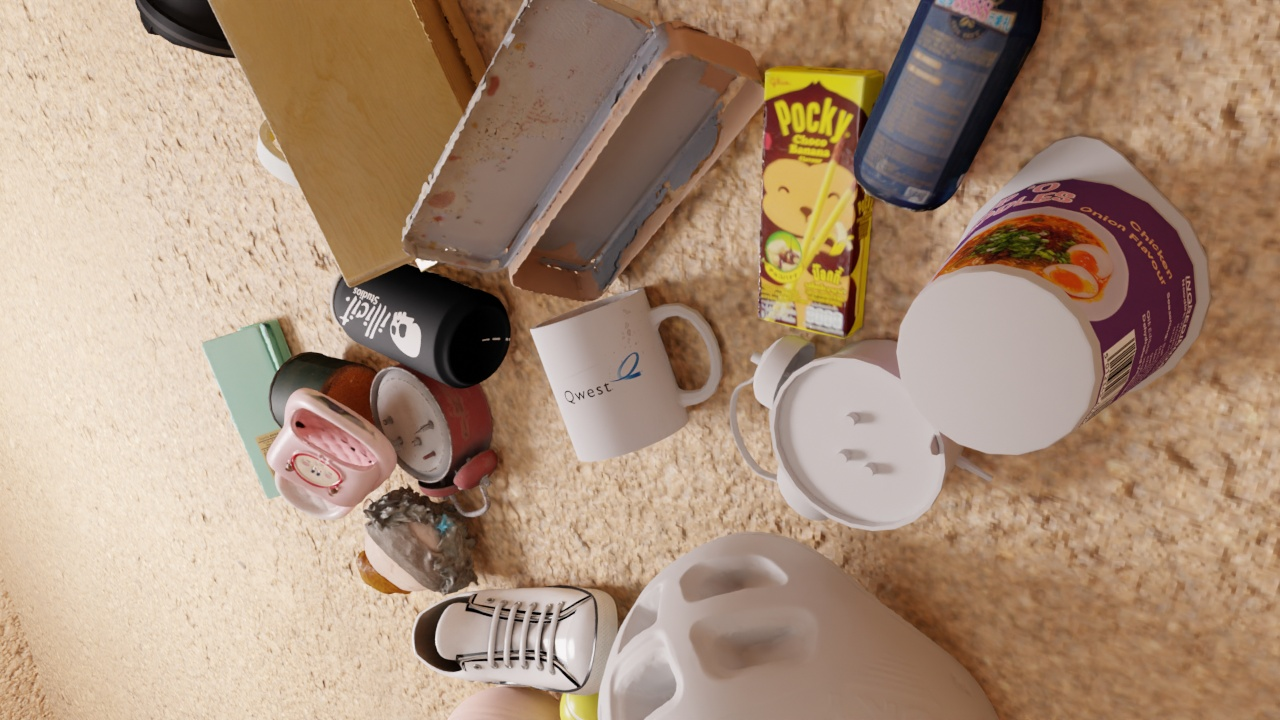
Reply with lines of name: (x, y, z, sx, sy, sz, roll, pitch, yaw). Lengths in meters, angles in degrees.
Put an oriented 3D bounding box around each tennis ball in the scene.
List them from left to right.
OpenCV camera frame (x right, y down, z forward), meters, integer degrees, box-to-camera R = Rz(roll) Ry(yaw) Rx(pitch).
tennis ball: (-0.037, 0.303, 0.797, 0.065, 0.065, 0.065, 18, 120, 34)

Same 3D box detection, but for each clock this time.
clock: (-0.184, 0.070, 0.820, 0.110, 0.061, 0.157, -22, 95, 44)
clock: (0.118, 0.043, 0.548, 0.160, 0.060, 0.120, -6, 105, 41)

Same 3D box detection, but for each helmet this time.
helmet: (0.103, 0.260, 0.590, 0.282, 0.183, 0.225, 41, 121, -15)

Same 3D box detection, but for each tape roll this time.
tape roll: (-0.265, -0.173, 0.755, 0.094, 0.093, 0.019, 42, 131, 19)

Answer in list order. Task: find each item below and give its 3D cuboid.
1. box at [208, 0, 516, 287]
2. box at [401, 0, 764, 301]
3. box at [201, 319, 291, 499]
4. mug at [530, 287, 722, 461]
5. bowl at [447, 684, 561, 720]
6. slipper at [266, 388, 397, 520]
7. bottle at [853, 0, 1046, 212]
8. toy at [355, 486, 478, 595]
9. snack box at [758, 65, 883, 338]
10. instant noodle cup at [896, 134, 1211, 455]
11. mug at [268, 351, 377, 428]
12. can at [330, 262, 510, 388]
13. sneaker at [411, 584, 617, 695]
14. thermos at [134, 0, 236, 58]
box: (-0.182, -0.194, 0.656, 0.142, 0.184, 0.248, -23, 95, 23)
box: (-0.042, -0.119, 0.557, 0.217, 0.150, 0.043, -46, 49, 43)
box: (-0.407, 0.056, 0.993, 0.078, 0.079, 0.189, -5, 106, 41)
mug: (-0.004, 0.004, 0.631, 0.120, 0.083, 0.096, -18, 98, 15)
bowl: (-0.116, 0.355, 0.866, 0.153, 0.076, 0.153, 8, 137, 7)
slipper: (-0.283, 0.096, 0.826, 0.107, 0.055, 0.222, 32, 142, -9)
bottle: (0.153, -0.150, 0.433, 0.056, 0.056, 0.161, 36, 129, 23)
toy: (-0.224, 0.184, 0.899, 0.132, 0.076, 0.176, 47, 133, -7)
snack box: (0.101, -0.090, 0.526, 0.061, 0.025, 0.149, 16, 119, 34)
instant noodle cup: (0.181, -0.024, 0.420, 0.122, 0.121, 0.137, 10, 115, 38)
mug: (-0.294, 0.047, 0.899, 0.081, 0.084, 0.111, 10, 146, 36)
can: (-0.182, -0.035, 0.757, 0.146, 0.080, 0.080, 21, 122, 33)
sneaker: (-0.122, 0.237, 0.797, 0.246, 0.097, 0.091, -13, 64, 47)
thermos: (-0.325, -0.353, 0.726, 0.106, 0.105, 0.219, 48, 128, 13)
